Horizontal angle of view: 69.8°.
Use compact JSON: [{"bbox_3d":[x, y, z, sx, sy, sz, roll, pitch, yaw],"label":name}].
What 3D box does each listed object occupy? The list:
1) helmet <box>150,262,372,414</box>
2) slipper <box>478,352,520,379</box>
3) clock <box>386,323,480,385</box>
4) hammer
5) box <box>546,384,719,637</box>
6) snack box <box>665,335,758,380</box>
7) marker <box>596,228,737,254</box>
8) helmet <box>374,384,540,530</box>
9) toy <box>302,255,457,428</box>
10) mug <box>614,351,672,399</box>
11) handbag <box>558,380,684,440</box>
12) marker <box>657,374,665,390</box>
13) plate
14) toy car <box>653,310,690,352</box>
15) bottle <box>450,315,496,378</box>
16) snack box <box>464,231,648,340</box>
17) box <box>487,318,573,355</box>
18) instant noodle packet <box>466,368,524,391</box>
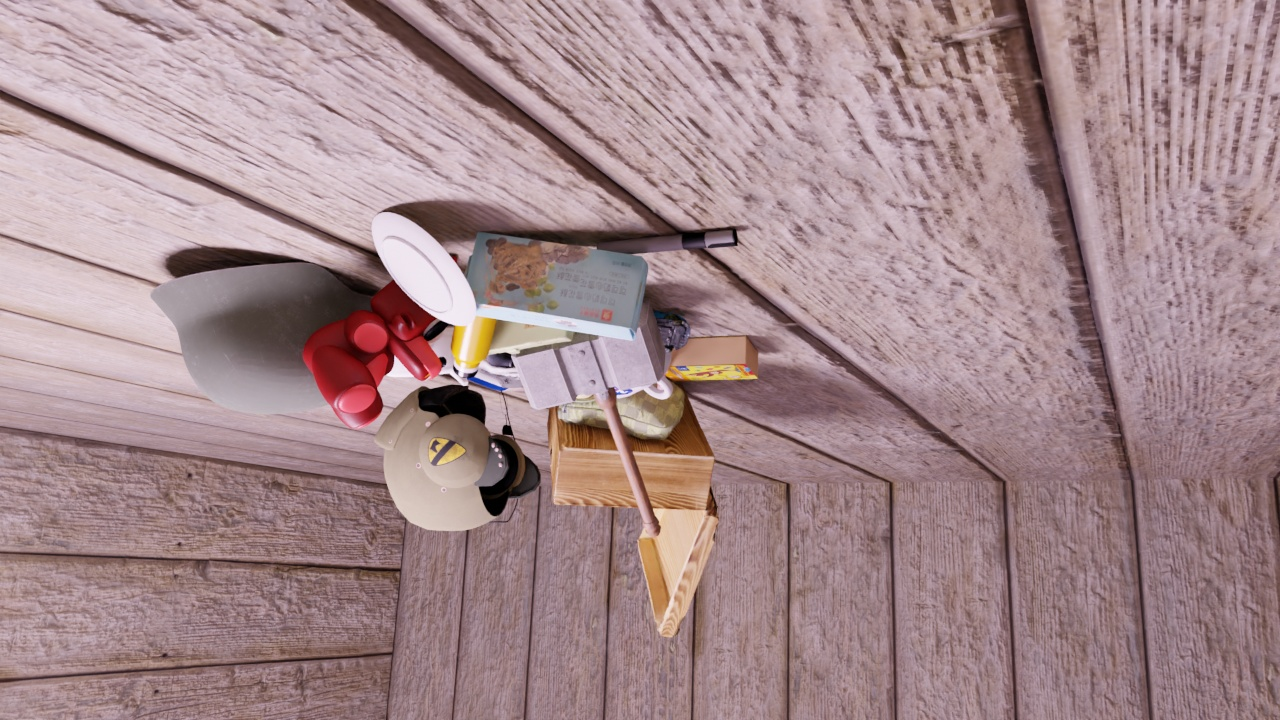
[{"bbox_3d":[-0.424,-0.014,1.094,0.267,0.153,0.228,-7,175,-37],"label":"helmet"},{"bbox_3d":[-0.165,-0.006,1.285,0.111,0.063,0.264,8,179,-27],"label":"slipper"},{"bbox_3d":[-0.273,-0.007,1.190,0.125,0.073,0.161,-11,-171,-42],"label":"clock"},{"bbox_3d":[-0.026,0.092,1.131,0.163,0.318,0.082,-13,-154,11],"label":"hammer"},{"bbox_3d":[-0.008,0.232,1.483,0.286,0.337,0.279,3,-161,-8],"label":"box"},{"bbox_3d":[0.095,-0.002,1.289,0.126,0.040,0.088,-2,166,18],"label":"snack box"},{"bbox_3d":[0.024,-0.113,0.887,0.141,0.016,0.016,-3,166,21],"label":"marker"},{"bbox_3d":[-0.294,0.140,1.452,0.233,0.255,0.250,-3,165,10],"label":"helmet"},{"bbox_3d":[-0.272,-0.023,1.012,0.120,0.197,0.159,45,163,4],"label":"toy"},{"bbox_3d":[-0.007,0.007,1.199,0.121,0.090,0.090,41,158,-8],"label":"mug"},{"bbox_3d":[-0.027,0.042,1.333,0.186,0.113,0.117,13,140,5],"label":"handbag"},{"bbox_3d":[0.031,0.002,1.241,0.013,0.012,0.142,2,139,1],"label":"marker"},{"bbox_3d":[-0.213,-0.083,0.884,0.134,0.011,0.135,30,148,21],"label":"plate"},{"bbox_3d":[0.009,-0.041,1.139,0.105,0.048,0.032,7,-149,-11],"label":"toy car"},{"bbox_3d":[-0.180,-0.042,1.000,0.043,0.043,0.144,7,129,-17],"label":"bottle"},{"bbox_3d":[-0.083,-0.073,0.902,0.175,0.075,0.053,10,169,9],"label":"snack box"},{"bbox_3d":[-0.116,-0.049,1.052,0.188,0.098,0.082,-6,164,43],"label":"box"},{"bbox_3d":[-0.226,0.023,1.409,0.134,0.026,0.087,18,-171,34],"label":"instant noodle packet"}]
